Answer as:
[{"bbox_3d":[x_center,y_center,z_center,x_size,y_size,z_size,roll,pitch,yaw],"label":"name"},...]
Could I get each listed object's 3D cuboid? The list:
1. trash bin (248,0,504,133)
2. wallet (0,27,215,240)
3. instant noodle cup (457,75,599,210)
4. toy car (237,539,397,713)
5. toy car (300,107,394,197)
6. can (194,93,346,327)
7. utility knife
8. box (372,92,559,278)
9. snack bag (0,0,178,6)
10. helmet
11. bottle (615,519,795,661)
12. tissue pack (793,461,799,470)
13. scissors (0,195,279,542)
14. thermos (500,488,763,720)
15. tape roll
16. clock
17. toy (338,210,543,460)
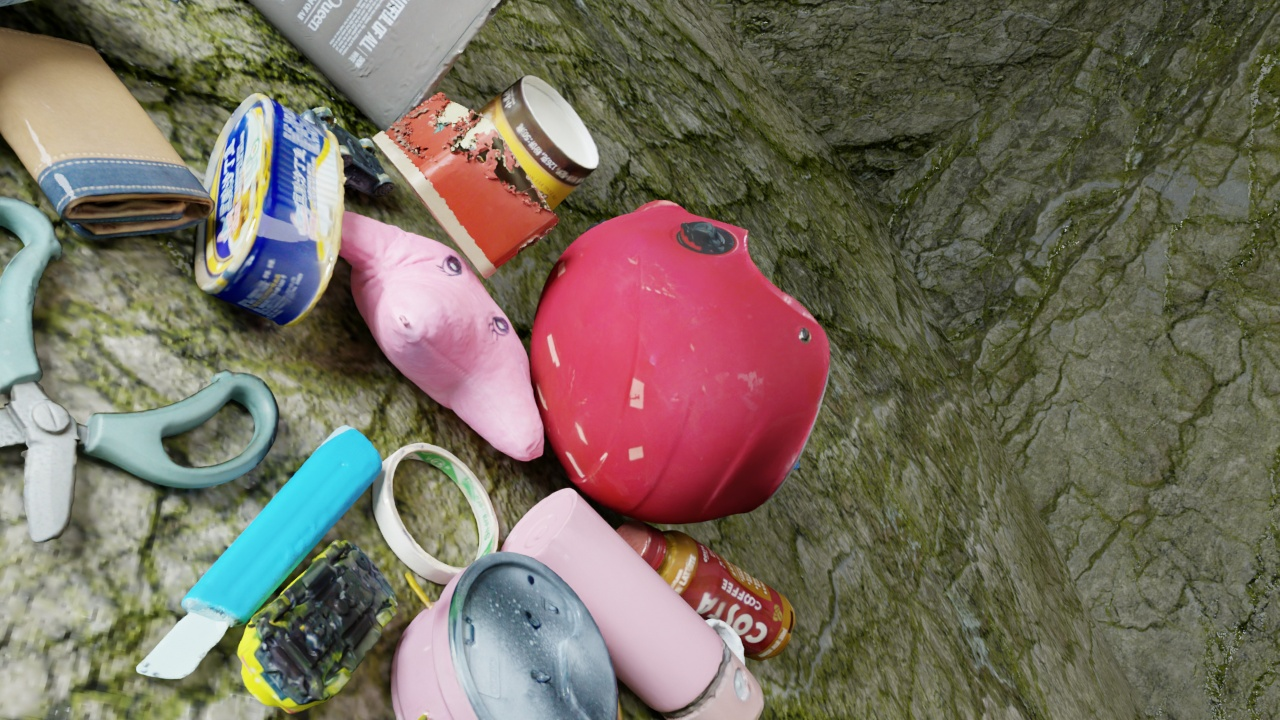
[{"bbox_3d":[-0.207,-0.324,0.701,0.219,0.199,0.198,39,28,-21],"label":"trash bin"},{"bbox_3d":[-0.282,-0.116,0.462,0.115,0.033,0.090,52,21,4],"label":"wallet"},{"bbox_3d":[-0.106,-0.164,0.764,0.118,0.115,0.118,43,26,-28],"label":"instant noodle cup"},{"bbox_3d":[-0.147,0.121,0.420,0.048,0.032,0.105,53,12,-7],"label":"toy car"},{"bbox_3d":[-0.207,-0.141,0.641,0.043,0.034,0.090,57,9,16],"label":"toy car"},{"bbox_3d":[-0.209,-0.088,0.519,0.049,0.075,0.148,28,35,-42],"label":"can"},{"bbox_3d":[-0.172,0.085,0.434,0.034,0.018,0.178,37,27,-6],"label":"utility knife"},{"bbox_3d":[-0.117,-0.130,0.623,0.091,0.077,0.168,55,-7,-31],"label":"box"},{"bbox_3d":[-0.326,-0.190,0.439,0.110,0.039,0.190,14,28,6],"label":"snack bag"},{"bbox_3d":[-0.004,0.004,0.632,0.143,0.208,0.240,-14,55,-39],"label":"helmet"},{"bbox_3d":[0.046,0.172,0.688,0.175,0.058,0.057,38,29,-36],"label":"bottle"},{"bbox_3d":[0.096,0.073,0.867,0.052,0.095,0.156,39,28,-21],"label":"tissue pack"},{"bbox_3d":[-0.236,0.007,0.414,0.179,0.019,0.170,22,39,-54],"label":"scissors"},{"bbox_3d":[0.002,0.165,0.596,0.198,0.067,0.087,46,38,-18],"label":"thermos"},{"bbox_3d":[-0.118,0.088,0.536,0.086,0.014,0.085,42,27,-28],"label":"tape roll"},{"bbox_3d":[-0.059,0.173,0.484,0.158,0.060,0.117,35,30,-36],"label":"clock"},{"bbox_3d":[-0.123,-0.017,0.576,0.194,0.074,0.178,51,3,-4],"label":"toy"}]
